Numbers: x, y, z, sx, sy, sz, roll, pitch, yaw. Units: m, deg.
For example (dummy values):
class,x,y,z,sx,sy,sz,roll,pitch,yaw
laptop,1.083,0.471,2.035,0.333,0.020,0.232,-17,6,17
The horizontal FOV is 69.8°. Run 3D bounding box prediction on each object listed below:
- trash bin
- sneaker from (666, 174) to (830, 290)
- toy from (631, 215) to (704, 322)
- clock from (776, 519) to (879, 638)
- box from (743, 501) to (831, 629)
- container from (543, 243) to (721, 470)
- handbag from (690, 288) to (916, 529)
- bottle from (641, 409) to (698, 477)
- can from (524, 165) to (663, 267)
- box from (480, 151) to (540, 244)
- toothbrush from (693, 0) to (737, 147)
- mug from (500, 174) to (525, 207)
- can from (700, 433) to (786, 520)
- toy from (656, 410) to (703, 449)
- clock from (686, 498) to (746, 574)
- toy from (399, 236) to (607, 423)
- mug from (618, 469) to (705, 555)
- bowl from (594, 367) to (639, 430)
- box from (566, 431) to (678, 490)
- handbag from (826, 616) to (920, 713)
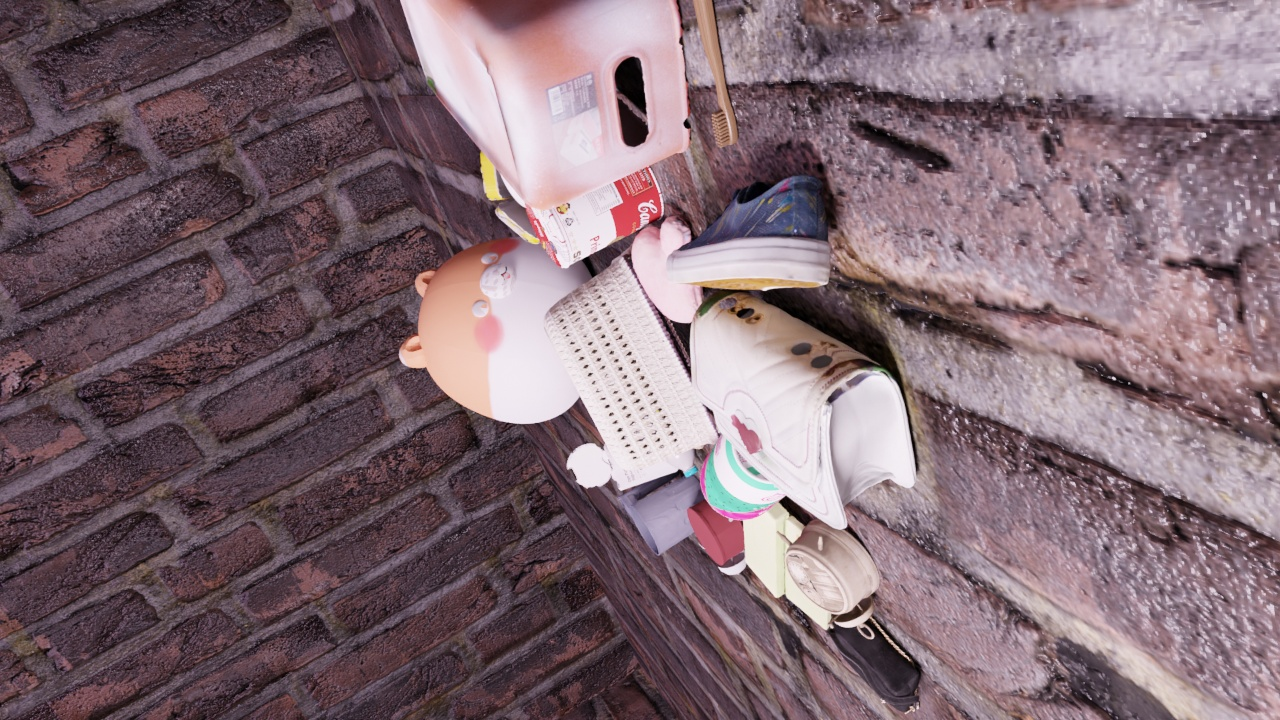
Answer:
class,x,y,z,sx,sy,sz,roll,pitch,yaw
trash bin,-0.094,-0.275,0.797,0.259,0.157,0.182,52,163,34
sneaker,0.078,-0.097,0.715,0.235,0.087,0.079,-165,80,-76
toy,0.034,-0.095,0.920,0.108,0.053,0.105,59,151,14
clock,0.197,0.228,0.929,0.141,0.054,0.093,59,154,-10
box,0.171,0.229,1.066,0.138,0.030,0.187,42,156,33
container,-0.006,0.006,1.055,0.251,0.143,0.184,62,180,-4
handbag,0.123,0.032,0.755,0.198,0.096,0.142,40,155,58
bottle,0.037,0.101,1.283,0.136,0.044,0.044,58,166,11
can,-0.048,-0.158,0.937,0.086,0.116,0.087,55,165,23
box,-0.129,-0.203,1.106,0.128,0.046,0.209,62,-162,-7
toothbrush,0.050,-0.231,0.667,0.016,0.016,0.167,43,157,48
mug,-0.092,-0.214,1.019,0.110,0.091,0.073,34,-143,-59
can,0.115,0.107,0.936,0.088,0.088,0.166,58,165,14
toy,0.045,0.065,1.192,0.118,0.043,0.092,60,165,-3
clock,0.111,0.244,1.293,0.096,0.048,0.138,46,159,46
toy,-0.189,-0.048,1.300,0.266,0.281,0.262,100,176,-62
mug,0.039,0.218,1.380,0.124,0.104,0.084,44,158,50
bowl,-0.035,0.055,1.345,0.114,0.051,0.114,-21,-91,-80
box,-0.026,0.154,1.374,0.094,0.165,0.084,-124,15,-68
handbag,0.245,0.320,0.970,0.128,0.054,0.079,43,161,45
